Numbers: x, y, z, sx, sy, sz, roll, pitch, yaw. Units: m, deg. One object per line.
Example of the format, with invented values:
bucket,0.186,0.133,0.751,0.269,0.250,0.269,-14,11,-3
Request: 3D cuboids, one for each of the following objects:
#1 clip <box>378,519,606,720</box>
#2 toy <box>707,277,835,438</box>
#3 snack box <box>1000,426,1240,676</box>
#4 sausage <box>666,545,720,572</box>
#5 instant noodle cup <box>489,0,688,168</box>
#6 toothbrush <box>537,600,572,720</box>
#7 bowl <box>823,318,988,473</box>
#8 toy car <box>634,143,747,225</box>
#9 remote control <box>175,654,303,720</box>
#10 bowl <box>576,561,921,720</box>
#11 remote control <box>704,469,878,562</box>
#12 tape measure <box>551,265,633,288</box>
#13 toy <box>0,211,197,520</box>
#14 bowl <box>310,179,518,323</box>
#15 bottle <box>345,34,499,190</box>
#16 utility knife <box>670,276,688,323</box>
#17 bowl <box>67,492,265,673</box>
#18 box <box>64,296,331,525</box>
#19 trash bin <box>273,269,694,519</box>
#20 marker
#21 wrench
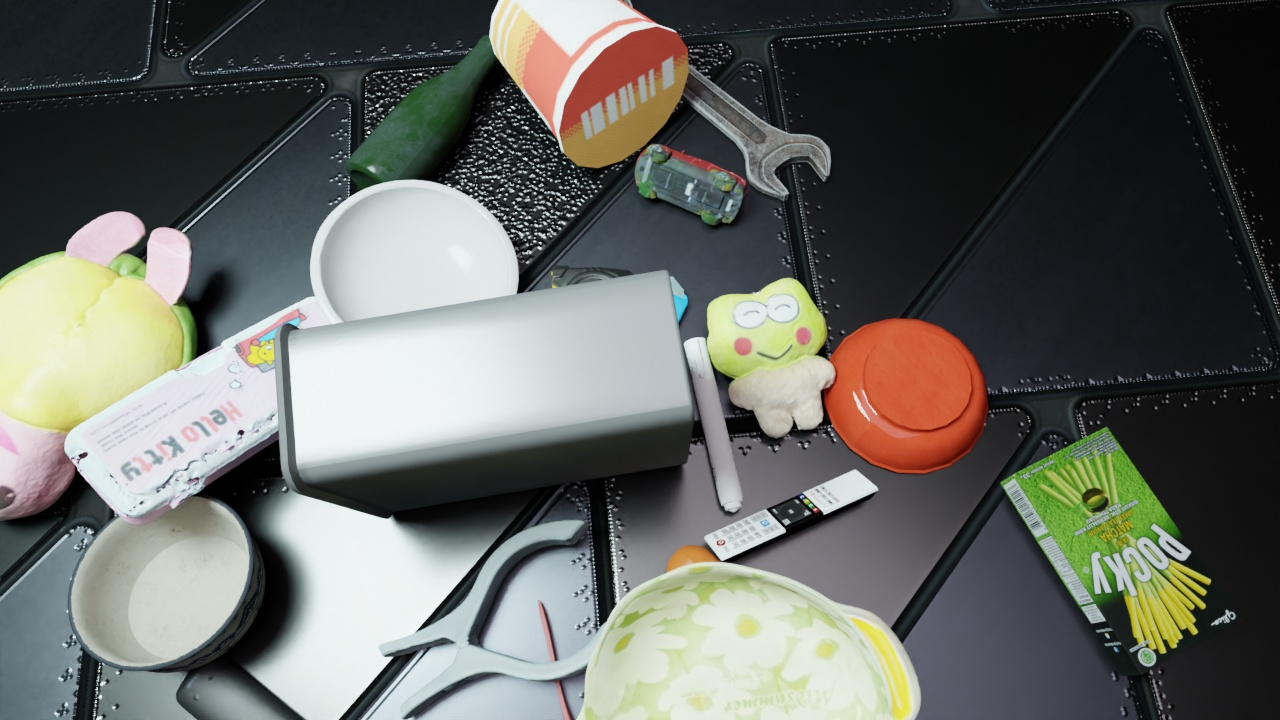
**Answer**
clip,-0.077,0.199,0.600,0.172,0.029,0.143,-36,68,-5
toy,0.099,-0.002,0.676,0.092,0.046,0.115,-14,78,-8
snack box,0.328,0.130,0.634,0.080,0.025,0.147,-25,71,-9
sausage,0.085,0.182,0.609,0.164,0.039,0.044,35,63,12
instant noodle cup,-0.048,-0.242,0.733,0.123,0.123,0.121,-36,66,-12
toothbrush,-0.044,0.247,0.599,0.015,0.015,0.184,-18,69,-3
bowl,0.198,0.019,0.671,0.122,0.035,0.121,0,69,0
toy car,0.040,-0.142,0.730,0.091,0.042,0.036,19,41,1
remote control,-0.240,0.248,0.597,0.152,0.020,0.041,32,74,14
bowl,0.064,0.208,0.563,0.220,0.060,0.188,-29,87,20
remote control,0.106,0.109,0.639,0.124,0.012,0.028,-21,29,-14
tape measure,-0.034,-0.038,0.695,0.067,0.038,0.062,0,61,-3
toy,-0.403,0.004,0.655,0.190,0.088,0.237,25,75,-12
bowl,-0.169,-0.061,0.693,0.149,0.043,0.149,6,68,-15
bottle,-0.165,-0.203,0.749,0.055,0.055,0.173,30,71,11
utility knife,-0.004,0.004,0.690,0.031,0.015,0.158,25,70,6
bowl,-0.304,0.152,0.609,0.115,0.059,0.115,-1,61,1
box,-0.279,0.029,0.631,0.086,0.045,0.201,42,53,13
trash bin,-0.084,0.028,0.578,0.220,0.192,0.097,-9,75,-1
marker,0.053,0.045,0.671,0.017,0.020,0.133,-14,70,5
wrench,0.047,-0.231,0.780,0.273,0.010,0.070,43,75,15
